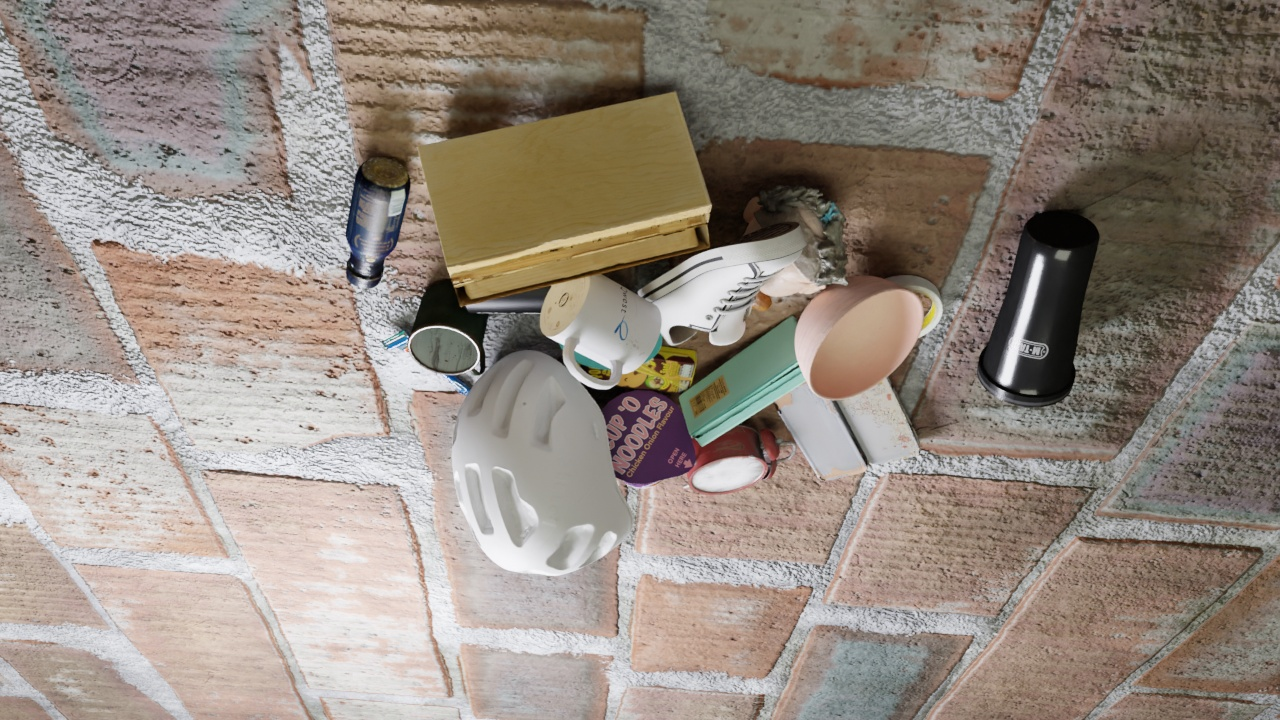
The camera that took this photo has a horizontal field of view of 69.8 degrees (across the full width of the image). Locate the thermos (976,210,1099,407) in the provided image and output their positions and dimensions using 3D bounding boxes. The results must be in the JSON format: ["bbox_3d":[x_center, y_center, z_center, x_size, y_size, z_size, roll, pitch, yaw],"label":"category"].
[{"bbox_3d":[0.441,-0.053,1.011,0.106,0.105,0.219,-2,132,6],"label":"thermos"}]

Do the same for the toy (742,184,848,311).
[{"bbox_3d":[0.152,-0.113,0.979,0.132,0.076,0.176,53,135,3],"label":"toy"}]

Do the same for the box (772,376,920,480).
[{"bbox_3d":[0.272,0.076,1.209,0.151,0.043,0.216,-20,132,18],"label":"box"}]

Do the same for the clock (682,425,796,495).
[{"bbox_3d":[0.133,0.128,1.252,0.157,0.061,0.110,-8,146,-4],"label":"clock"}]

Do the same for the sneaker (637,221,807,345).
[{"bbox_3d":[0.086,-0.066,0.953,0.246,0.091,0.097,-23,92,56],"label":"sneaker"}]

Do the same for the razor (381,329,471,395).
[{"bbox_3d":[-0.268,0.004,1.181,0.044,0.018,0.141,-23,135,26],"label":"razor"}]

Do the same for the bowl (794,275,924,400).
[{"bbox_3d":[0.229,-0.036,1.015,0.152,0.076,0.153,-18,137,-18],"label":"bowl"}]

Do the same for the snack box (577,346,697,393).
[{"bbox_3d":[-0.007,0.007,1.158,0.149,0.025,0.061,7,137,-4],"label":"snack box"}]

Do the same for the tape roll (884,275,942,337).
[{"bbox_3d":[0.302,-0.059,1.069,0.094,0.019,0.094,2,137,2],"label":"tape roll"}]

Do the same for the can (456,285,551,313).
[{"bbox_3d":[-0.126,-0.092,1.018,0.146,0.080,0.080,1,138,3],"label":"can"}]

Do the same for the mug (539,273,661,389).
[{"bbox_3d":[-0.043,-0.027,0.947,0.096,0.119,0.083,27,145,-32],"label":"mug"}]

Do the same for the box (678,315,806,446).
[{"bbox_3d":[0.128,0.022,1.120,0.189,0.077,0.080,-35,94,25],"label":"box"}]

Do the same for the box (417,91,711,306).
[{"bbox_3d":[-0.067,-0.137,0.885,0.248,0.141,0.185,-14,145,-6],"label":"box"}]

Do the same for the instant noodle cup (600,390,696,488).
[{"bbox_3d":[0.008,0.119,1.205,0.137,0.121,0.122,29,163,11],"label":"instant noodle cup"}]

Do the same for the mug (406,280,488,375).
[{"bbox_3d":[-0.217,-0.032,1.090,0.085,0.081,0.111,-19,133,23],"label":"mug"}]

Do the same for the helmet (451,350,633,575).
[{"bbox_3d":[-0.132,0.128,1.142,0.225,0.282,0.183,-5,180,40],"label":"helmet"}]

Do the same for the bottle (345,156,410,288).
[{"bbox_3d":[-0.288,-0.144,0.991,0.056,0.056,0.161,16,136,-14],"label":"bottle"}]

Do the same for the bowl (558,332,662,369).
[{"bbox_3d":[-0.035,-0.041,1.087,0.121,0.046,0.121,1,145,0],"label":"bowl"}]

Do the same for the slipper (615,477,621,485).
[{"bbox_3d":[-0.093,0.117,1.264,0.107,0.055,0.222,-10,138,17],"label":"slipper"}]
